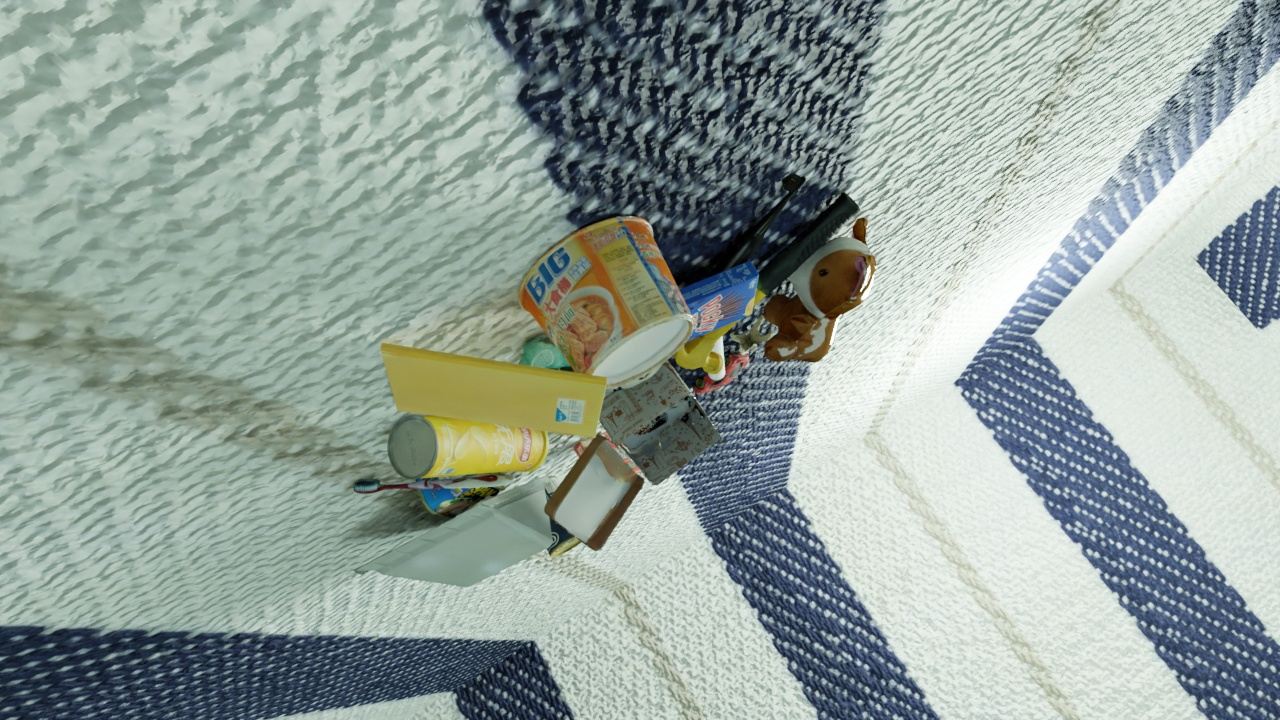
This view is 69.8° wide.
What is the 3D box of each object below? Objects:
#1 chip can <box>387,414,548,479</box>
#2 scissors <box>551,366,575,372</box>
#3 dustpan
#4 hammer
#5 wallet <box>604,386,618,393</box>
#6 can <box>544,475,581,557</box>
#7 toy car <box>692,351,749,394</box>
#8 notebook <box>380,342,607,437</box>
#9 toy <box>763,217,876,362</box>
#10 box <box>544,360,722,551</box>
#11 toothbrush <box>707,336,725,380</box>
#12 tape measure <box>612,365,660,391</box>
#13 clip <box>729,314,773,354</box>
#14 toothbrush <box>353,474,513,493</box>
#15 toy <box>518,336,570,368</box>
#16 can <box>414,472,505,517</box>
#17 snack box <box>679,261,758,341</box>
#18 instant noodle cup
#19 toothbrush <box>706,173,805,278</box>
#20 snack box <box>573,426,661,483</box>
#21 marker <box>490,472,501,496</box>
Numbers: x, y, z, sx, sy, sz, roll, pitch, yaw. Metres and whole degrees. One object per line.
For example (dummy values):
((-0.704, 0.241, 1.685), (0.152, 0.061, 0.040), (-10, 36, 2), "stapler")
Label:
((-0.192, 0.097, 1.061), (0.072, 0.072, 0.213), (-39, 160, 20), "chip can")
((-0.030, -0.038, 1.054), (0.129, 0.019, 0.186), (-14, 156, -44), "scissors")
((-0.240, 0.219, 1.298), (0.223, 0.142, 0.257), (-29, 145, 18), "dustpan")
((0.151, -0.093, 1.147), (0.301, 0.033, 0.128), (-44, 145, 22), "hammer")
((-0.106, 0.036, 1.066), (0.130, 0.037, 0.106), (-19, 167, 27), "wallet")
((-0.140, 0.249, 1.472), (0.075, 0.111, 0.075), (-30, 162, -11), "can")
((0.126, 0.023, 1.444), (0.049, 0.031, 0.107), (-7, 152, -50), "toy car")
((-0.140, 0.033, 0.886), (0.206, 0.010, 0.146), (8, 154, -3), "notebook")
((0.236, -0.091, 1.218), (0.130, 0.139, 0.200), (25, 131, -18), "toy")
((-0.020, 0.139, 1.301), (0.261, 0.102, 0.178), (-38, 147, -1), "box")
((0.101, -0.026, 1.270), (0.026, 0.026, 0.221), (-37, 157, -10), "toothbrush")
((-0.007, 0.007, 1.183), (0.065, 0.033, 0.066), (-16, 158, -38), "tape measure")
((0.153, -0.028, 1.353), (0.096, 0.035, 0.101), (-26, 169, -30), "clip")
((-0.245, 0.144, 1.094), (0.187, 0.016, 0.017), (-1, 140, -18), "toothbrush")
((-0.086, -0.014, 0.995), (0.091, 0.030, 0.097), (-8, 140, -25), "toy")
((-0.231, 0.156, 1.175), (0.083, 0.057, 0.102), (-30, 162, 0), "can")
((0.061, -0.056, 1.064), (0.157, 0.026, 0.085), (-23, 154, -11), "snack box")
((-0.026, -0.049, 0.884), (0.151, 0.111, 0.151), (-28, 161, -10), "instant noodle cup")
((0.122, -0.134, 1.041), (0.027, 0.026, 0.213), (24, 136, -15), "toothbrush")
((-0.026, 0.144, 1.439), (0.152, 0.075, 0.026), (-13, 153, -44), "snack box")
((-0.207, 0.163, 1.290), (0.022, 0.020, 0.132), (-3, 155, -13), "marker")
